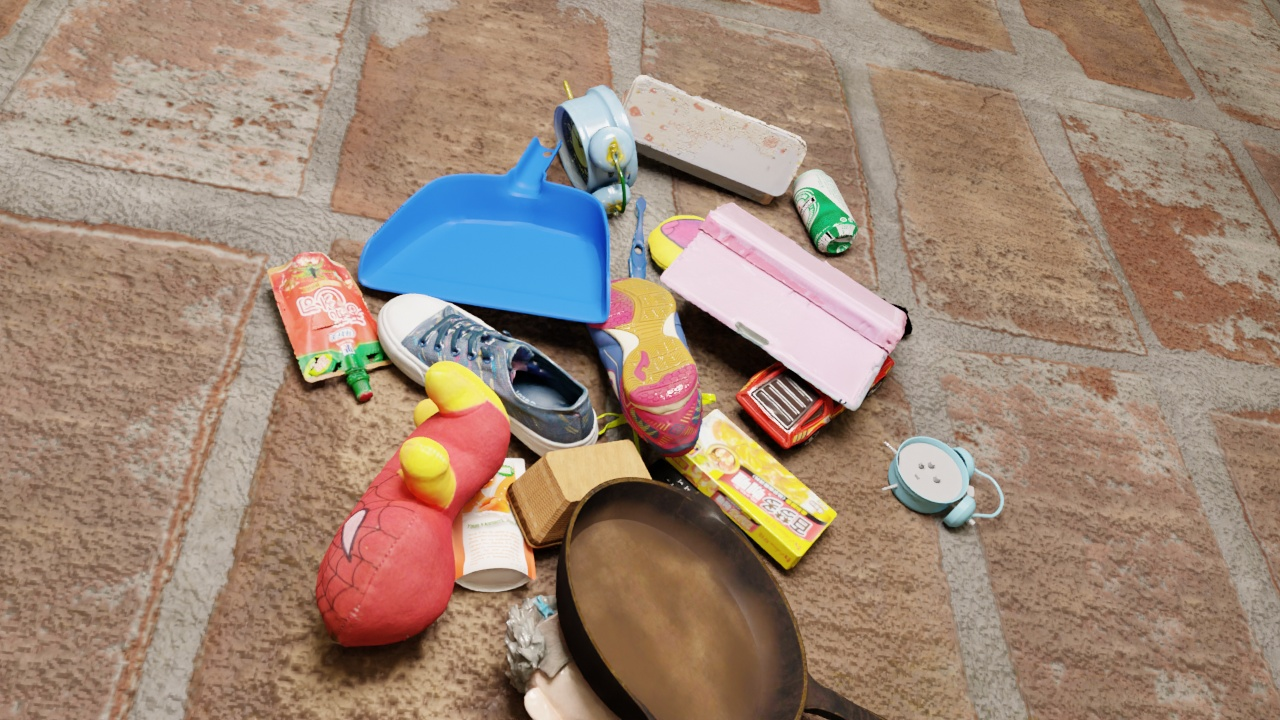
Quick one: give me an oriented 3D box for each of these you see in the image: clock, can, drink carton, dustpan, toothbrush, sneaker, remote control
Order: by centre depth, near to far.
[{"bbox_3d":[-0.127,0.130,0.772,0.069,0.039,0.122,3,47,-16],"label":"drink carton"},{"bbox_3d":[-0.133,-0.002,0.816,0.235,0.079,0.087,32,52,13],"label":"sneaker"},{"bbox_3d":[0.052,0.140,0.829,0.039,0.010,0.125,-33,69,-34],"label":"remote control"},{"bbox_3d":[-0.004,0.005,0.869,0.116,0.091,0.241,-20,35,-4],"label":"sneaker"},{"bbox_3d":[0.300,0.118,0.901,0.123,0.042,0.087,17,51,-2],"label":"clock"},{"bbox_3d":[-0.126,-0.152,0.948,0.246,0.060,0.256,9,39,6],"label":"dustpan"},{"bbox_3d":[-0.043,-0.230,1.012,0.060,0.118,0.162,-20,52,-16],"label":"clock"},{"bbox_3d":[-0.002,-0.130,1.015,0.021,0.016,0.132,9,55,-10],"label":"toothbrush"},{"bbox_3d":[0.219,-0.176,1.091,0.053,0.053,0.101,-5,56,-20],"label":"can"}]

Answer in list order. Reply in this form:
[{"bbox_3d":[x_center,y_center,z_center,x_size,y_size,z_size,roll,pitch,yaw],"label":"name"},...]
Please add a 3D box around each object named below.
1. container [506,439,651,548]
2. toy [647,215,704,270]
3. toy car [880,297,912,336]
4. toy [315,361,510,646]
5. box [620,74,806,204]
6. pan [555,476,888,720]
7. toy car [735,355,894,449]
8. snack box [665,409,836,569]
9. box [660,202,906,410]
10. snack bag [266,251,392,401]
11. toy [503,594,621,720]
[{"bbox_3d":[-0.046,0.109,0.776,0.113,0.061,0.063,-5,54,-37],"label":"container"},{"bbox_3d":[0.054,-0.124,1.009,0.094,0.041,0.095,22,47,6],"label":"toy"},{"bbox_3d":[0.263,-0.050,1.020,0.091,0.036,0.042,5,53,-13],"label":"toy car"},{"bbox_3d":[-0.170,0.115,0.697,0.099,0.148,0.215,21,62,-1],"label":"toy"},{"bbox_3d":[0.076,-0.262,1.083,0.216,0.095,0.107,19,21,-13],"label":"box"},{"bbox_3d":[0.078,0.232,0.709,0.356,0.043,0.248,36,30,-12],"label":"pan"},{"bbox_3d":[0.181,0.020,0.933,0.188,0.056,0.081,-30,68,-35],"label":"toy car"},{"bbox_3d":[0.102,0.116,0.846,0.152,0.025,0.075,41,44,15],"label":"snack box"},{"bbox_3d":[0.155,-0.070,0.928,0.233,0.059,0.178,33,40,5],"label":"box"},{"bbox_3d":[-0.282,-0.028,0.842,0.087,0.044,0.155,-14,65,-37],"label":"snack bag"},{"bbox_3d":[-0.028,0.244,0.687,0.176,0.076,0.132,46,40,20],"label":"toy"}]
